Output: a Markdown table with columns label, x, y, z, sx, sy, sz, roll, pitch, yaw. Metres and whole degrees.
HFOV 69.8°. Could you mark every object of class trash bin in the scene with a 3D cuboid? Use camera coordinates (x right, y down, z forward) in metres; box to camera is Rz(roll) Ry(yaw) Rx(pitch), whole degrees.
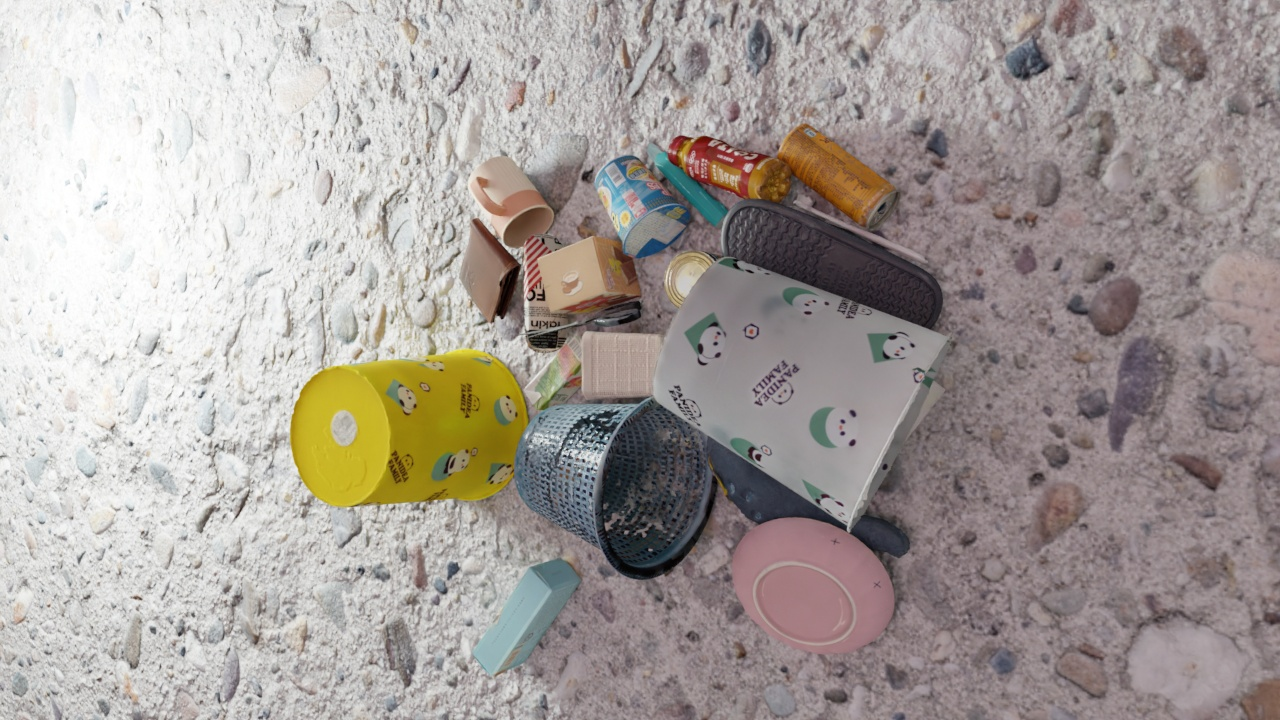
| label | x | y | z | sx | sy | sz | roll | pitch | yaw |
| --- | --- | --- | --- | --- | --- | --- | --- | --- | --- |
| trash bin | -0.323 | 0.096 | 1.276 | 0.230 | 0.254 | 0.229 | 0 | 90 | 30 |
| trash bin | -0.045 | 0.140 | 1.159 | 0.195 | 0.226 | 0.226 | 9 | 95 | 41 |
| trash bin | 0.165 | 0.021 | 0.981 | 0.252 | 0.229 | 0.230 | 28 | 103 | 19 |

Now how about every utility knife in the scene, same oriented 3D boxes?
| label | x | y | z | sx | sy | sz | roll | pitch | yaw |
| --- | --- | --- | --- | --- | --- | --- | --- | --- | --- |
| utility knife | 0.062 | -0.229 | 1.197 | 0.029 | 0.013 | 0.174 | -48 | 65 | 18 |

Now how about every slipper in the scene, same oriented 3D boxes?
| label | x | y | z | sx | sy | sz | roll | pitch | yaw |
| --- | --- | --- | --- | --- | --- | --- | --- | --- | --- |
| slipper | 0.220 | -0.105 | 1.080 | 0.268 | 0.083 | 0.111 | 24 | 108 | 9 |

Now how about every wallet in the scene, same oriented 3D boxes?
| label | x | y | z | sx | sy | sz | roll | pitch | yaw |
| --- | --- | --- | --- | --- | --- | --- | --- | --- | --- |
| wallet | -0.221 | -0.128 | 1.317 | 0.101 | 0.032 | 0.125 | 50 | 141 | 21 |

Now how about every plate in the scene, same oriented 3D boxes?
| label | x | y | z | sx | sy | sz | roll | pitch | yaw |
| --- | --- | --- | --- | --- | --- | --- | --- | --- | --- |
| plate | 0.194 | 0.272 | 1.065 | 0.193 | 0.038 | 0.193 | 12 | 121 | 20 |

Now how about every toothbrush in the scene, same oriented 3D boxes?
| label | x | y | z | sx | sy | sz | roll | pitch | yaw |
| --- | --- | --- | --- | --- | --- | --- | --- | --- | --- |
| toothbrush | 0.260 | -0.156 | 1.085 | 0.180 | 0.016 | 0.016 | 32 | 99 | 26 |

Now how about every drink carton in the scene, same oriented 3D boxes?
| label | x | y | z | sx | sy | sz | roll | pitch | yaw |
| --- | --- | --- | --- | --- | --- | --- | --- | --- | --- |
| drink carton | -0.103 | 0.015 | 1.267 | 0.123 | 0.053 | 0.045 | -45 | 68 | 21 |

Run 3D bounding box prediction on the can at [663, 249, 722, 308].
| label | x | y | z | sx | sy | sz | roll | pitch | yaw |
| --- | --- | --- | --- | --- | --- | --- | --- | --- | --- |
| can | 0.085 | -0.094 | 1.128 | 0.075 | 0.111 | 0.075 | 0 | 90 | 29 |

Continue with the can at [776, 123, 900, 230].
| label | x | y | z | sx | sy | sz | roll | pitch | yaw |
| --- | --- | --- | --- | --- | --- | --- | --- | --- | --- |
| can | 0.230 | -0.216 | 1.076 | 0.146 | 0.058 | 0.058 | 43 | 110 | 22 |

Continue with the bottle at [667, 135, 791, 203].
| label | x | y | z | sx | sy | sz | roll | pitch | yaw |
| --- | --- | --- | --- | --- | --- | --- | --- | --- | --- |
| bottle | 0.105 | -0.239 | 1.132 | 0.175 | 0.057 | 0.057 | 31 | 105 | 42 |

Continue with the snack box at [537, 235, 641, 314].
| label | x | y | z | sx | sy | sz | roll | pitch | yaw |
| --- | --- | --- | --- | --- | --- | --- | --- | --- | --- |
| snack box | -0.067 | -0.111 | 1.223 | 0.093 | 0.094 | 0.077 | -17 | 82 | 28 |

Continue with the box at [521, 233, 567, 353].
| label | x | y | z | sx | sy | sz | roll | pitch | yaw |
| --- | --- | --- | --- | --- | --- | --- | --- | --- | --- |
| box | -0.138 | -0.091 | 1.289 | 0.086 | 0.076 | 0.163 | -16 | 78 | 63 |

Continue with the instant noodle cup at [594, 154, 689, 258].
| label | x | y | z | sx | sy | sz | roll | pitch | yaw |
| --- | --- | --- | --- | --- | --- | --- | --- | --- | --- |
| instant noodle cup | -0.006 | -0.206 | 1.193 | 0.099 | 0.099 | 0.110 | -42 | 65 | 23 |

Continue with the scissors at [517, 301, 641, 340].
| label | x | y | z | sx | sy | sz | roll | pitch | yaw |
| --- | --- | --- | --- | --- | --- | --- | --- | --- | --- |
| scissors | -0.076 | -0.050 | 1.206 | 0.163 | 0.164 | 0.014 | 6 | 114 | 50 |

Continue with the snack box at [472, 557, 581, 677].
| label | x | y | z | sx | sy | sz | roll | pitch | yaw |
| --- | --- | --- | --- | --- | --- | --- | --- | --- | --- |
| snack box | -0.160 | 0.360 | 1.289 | 0.051 | 0.074 | 0.175 | 41 | 109 | 22 |

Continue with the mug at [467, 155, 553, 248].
| label | x | y | z | sx | sy | sz | roll | pitch | yaw |
| --- | --- | --- | --- | --- | --- | --- | --- | --- | --- |
| mug | -0.192 | -0.225 | 1.281 | 0.082 | 0.114 | 0.106 | -44 | 68 | 22 |

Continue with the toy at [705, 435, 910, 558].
| label | x | y | z | sx | sy | sz | roll | pitch | yaw |
| --- | --- | --- | --- | --- | --- | --- | --- | --- | --- |
| toy | 0.157 | 0.120 | 1.100 | 0.138 | 0.091 | 0.356 | -45 | 73 | 20 |

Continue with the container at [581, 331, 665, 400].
| label | x | y | z | sx | sy | sz | roll | pitch | yaw |
| --- | --- | --- | --- | --- | --- | --- | --- | --- | --- |
| container | -0.007 | 0.007 | 1.195 | 0.111 | 0.090 | 0.090 | 0 | 90 | 26 |

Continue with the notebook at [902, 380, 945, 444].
| label | x | y | z | sx | sy | sz | roll | pitch | yaw |
| --- | --- | --- | --- | --- | --- | --- | --- | --- | --- |
| notebook | 0.235 | 0.030 | 1.101 | 0.209 | 0.012 | 0.151 | 41 | 110 | 24 |
